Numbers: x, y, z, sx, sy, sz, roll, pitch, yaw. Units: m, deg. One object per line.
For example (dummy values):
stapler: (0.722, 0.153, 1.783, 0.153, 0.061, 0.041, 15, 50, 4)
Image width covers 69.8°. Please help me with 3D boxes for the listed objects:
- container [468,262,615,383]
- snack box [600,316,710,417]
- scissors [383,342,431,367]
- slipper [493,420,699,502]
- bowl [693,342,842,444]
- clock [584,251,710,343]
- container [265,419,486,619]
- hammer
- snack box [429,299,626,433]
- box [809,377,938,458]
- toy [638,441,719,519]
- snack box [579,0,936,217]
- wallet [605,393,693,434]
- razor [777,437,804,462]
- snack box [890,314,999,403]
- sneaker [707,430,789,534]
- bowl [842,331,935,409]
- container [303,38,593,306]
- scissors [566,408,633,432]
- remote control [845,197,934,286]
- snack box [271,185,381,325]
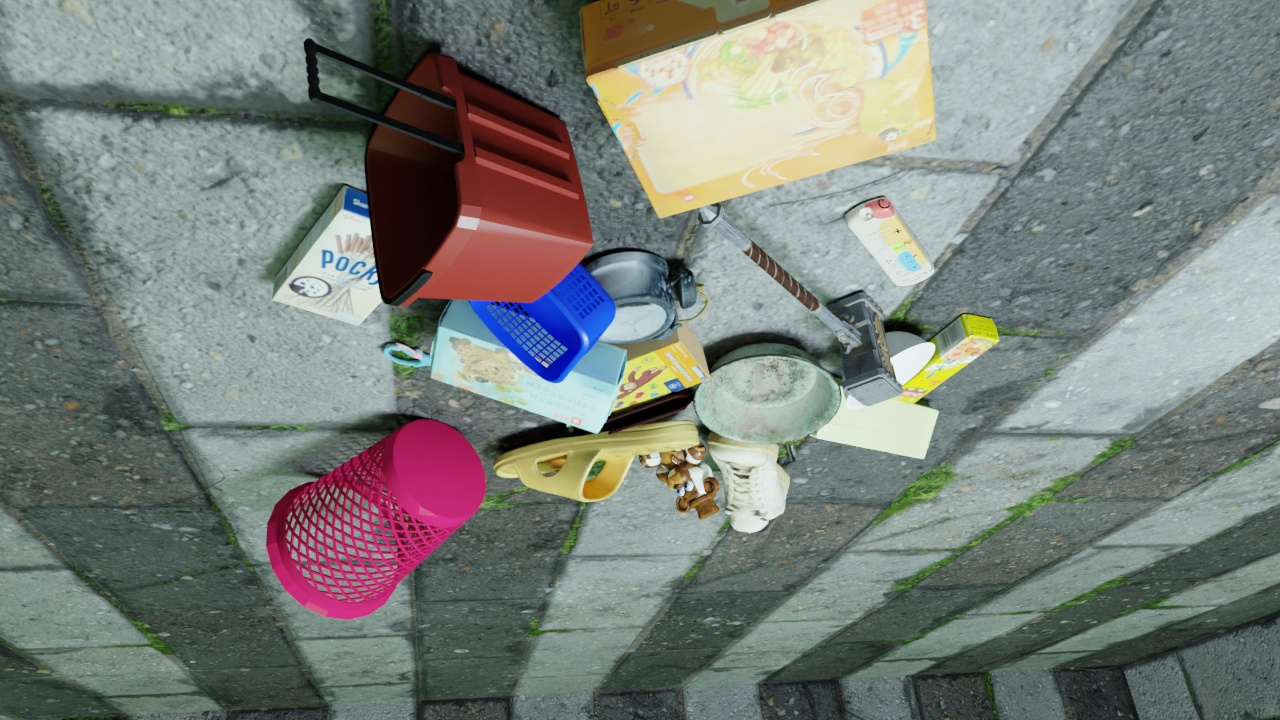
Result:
container: (-0.081, -0.049, 0.775, 0.114, 0.058, 0.096, 45, 140, 2)
snack box: (-0.006, 0.005, 0.935, 0.126, 0.040, 0.088, -21, 148, 15)
scissors: (-0.185, -0.005, 0.933, 0.136, 0.015, 0.126, 15, 146, -42)
slipper: (-0.051, 0.128, 1.098, 0.264, 0.078, 0.099, -15, 168, 24)
bowl: (0.136, 0.031, 0.995, 0.157, 0.038, 0.158, 2, 140, 2)
clock: (0.001, -0.055, 0.834, 0.129, 0.052, 0.090, 2, 150, -22)
container: (-0.301, 0.178, 1.088, 0.183, 0.183, 0.226, 23, 133, -41)
hammer: (0.140, -0.058, 0.800, 0.044, 0.098, 0.321, -23, 146, 29)
snack box: (-0.105, 0.004, 0.856, 0.174, 0.053, 0.075, 20, 137, -3)
box: (0.269, 0.063, 1.086, 0.187, 0.089, 0.078, 15, 114, -30)
toy: (0.056, 0.142, 1.138, 0.067, 0.112, 0.087, -8, 156, -44)
snack box: (0.077, -0.186, 0.580, 0.195, 0.080, 0.145, -14, 150, 14)
wallet: (0.014, 0.055, 1.011, 0.091, 0.018, 0.115, -20, 178, 10)
razor: (0.194, 0.111, 1.189, 0.042, 0.026, 0.106, -13, 154, 9)
snack box: (0.325, 0.001, 1.005, 0.040, 0.028, 0.148, 8, 148, -22)
sneaker: (0.133, 0.161, 1.164, 0.089, 0.102, 0.241, 8, 160, 23)
bowl: (0.252, 0.002, 0.970, 0.109, 0.040, 0.110, -25, 154, -14)
container: (-0.141, -0.119, 0.598, 0.200, 0.148, 0.127, 8, 148, -40)
scissors: (-0.086, 0.041, 1.030, 0.168, 0.023, 0.172, -6, 148, -10)
remote control: (0.224, -0.104, 0.816, 0.038, 0.018, 0.125, -23, 145, 28)
snack box: (-0.241, -0.083, 0.767, 0.082, 0.026, 0.150, 18, 144, -35)
